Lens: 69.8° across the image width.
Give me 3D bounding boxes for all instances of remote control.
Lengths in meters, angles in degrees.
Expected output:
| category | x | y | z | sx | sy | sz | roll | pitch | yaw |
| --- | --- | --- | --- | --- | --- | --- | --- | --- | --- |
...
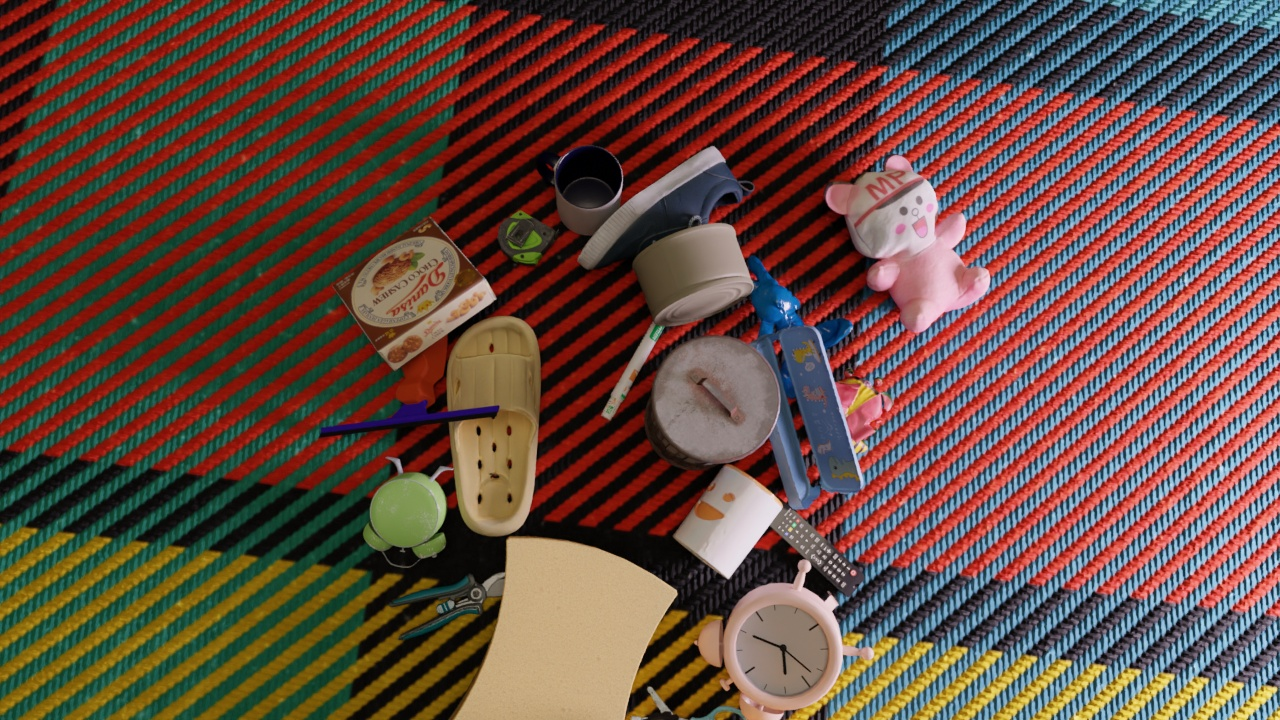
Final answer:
| category | x | y | z | sx | sy | sz | roll | pitch | yaw |
| --- | --- | --- | --- | --- | --- | --- | --- | --- | --- |
| remote control | 0.201 | 0.219 | 1.082 | 0.147 | 0.015 | 0.033 | 42 | 80 | 5 |

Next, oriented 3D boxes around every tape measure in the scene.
| category | x | y | z | sx | sy | sz | roll | pitch | yaw |
| --- | --- | --- | --- | --- | --- | --- | --- | --- | --- |
| tape measure | -0.142 | -0.149 | 1.119 | 0.065 | 0.036 | 0.058 | 28 | 80 | 2 |

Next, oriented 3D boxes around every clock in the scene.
| category | x | y | z | sx | sy | sz | roll | pitch | yaw |
| --- | --- | --- | --- | --- | --- | --- | --- | --- | --- |
| clock | -0.265 | 0.176 | 1.045 | 0.094 | 0.042 | 0.119 | 8 | 94 | 2 |
| clock | 0.159 | 0.321 | 1.039 | 0.160 | 0.086 | 0.131 | -36 | 83 | 1 |

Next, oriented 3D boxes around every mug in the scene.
| category | x | y | z | sx | sy | sz | roll | pitch | yaw |
| --- | --- | --- | --- | --- | --- | --- | --- | --- | --- |
| mug | -0.076 | -0.211 | 1.103 | 0.112 | 0.097 | 0.078 | 32 | 80 | 3 |
| mug | 0.099 | 0.183 | 1.049 | 0.082 | 0.082 | 0.105 | 38 | 81 | 4 |

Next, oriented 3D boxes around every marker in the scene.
| category | x | y | z | sx | sy | sz | roll | pitch | yaw |
| --- | --- | --- | --- | --- | --- | --- | --- | --- | --- |
| marker | -0.007 | 0.006 | 1.109 | 0.017 | 0.017 | 0.145 | 29 | 79 | 2 |

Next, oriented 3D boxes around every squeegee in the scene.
| category | x | y | z | sx | sy | sz | roll | pitch | yaw |
| --- | --- | --- | --- | --- | --- | --- | --- | --- | --- |
| squeegee | -0.254 | -0.004 | 1.071 | 0.250 | 0.055 | 0.184 | -8 | 65 | 25 |

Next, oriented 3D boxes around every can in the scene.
| category | x | y | z | sx | sy | sz | roll | pitch | yaw |
| --- | --- | --- | --- | --- | --- | --- | --- | --- | --- |
| can | 0.062 | -0.098 | 1.072 | 0.127 | 0.128 | 0.073 | -18 | 77 | -6 |

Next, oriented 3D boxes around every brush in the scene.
| category | x | y | z | sx | sy | sz | roll | pitch | yaw |
| --- | --- | --- | --- | --- | --- | --- | --- | --- | --- |
| brush | -0.088 | 0.327 | 1.009 | 0.195 | 0.075 | 0.250 | 18 | 79 | -4 |

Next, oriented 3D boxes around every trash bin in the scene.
| category | x | y | z | sx | sy | sz | roll | pitch | yaw |
| --- | --- | --- | --- | --- | --- | --- | --- | --- | --- |
| trash bin | 0.071 | 0.053 | 1.005 | 0.131 | 0.211 | 0.130 | 1 | 80 | -3 |

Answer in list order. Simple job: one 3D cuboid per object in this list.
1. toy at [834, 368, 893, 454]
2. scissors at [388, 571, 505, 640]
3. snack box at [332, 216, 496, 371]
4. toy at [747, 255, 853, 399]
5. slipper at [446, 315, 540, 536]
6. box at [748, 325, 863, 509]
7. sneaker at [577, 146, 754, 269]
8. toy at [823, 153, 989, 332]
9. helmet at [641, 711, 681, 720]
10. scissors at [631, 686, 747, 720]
| category | x | y | z | sx | sy | sz | roll | pitch | yaw |
| --- | --- | --- | --- | --- | --- | --- | --- | --- | --- |
| toy | 0.255 | 0.061 | 1.101 | 0.084 | 0.046 | 0.103 | 19 | 84 | -13 |
| scissors | -0.214 | 0.279 | 1.048 | 0.131 | 0.019 | 0.149 | 27 | 78 | -1 |
| snack box | -0.264 | -0.080 | 1.065 | 0.143 | 0.041 | 0.147 | -37 | 53 | -10 |
| toy | 0.177 | -0.054 | 1.106 | 0.113 | 0.071 | 0.176 | -35 | 83 | 3 |
| slipper | -0.173 | 0.071 | 1.059 | 0.111 | 0.079 | 0.261 | -2 | 80 | 0 |
| box | 0.192 | 0.065 | 1.048 | 0.079 | 0.072 | 0.210 | -9 | 102 | 36 |
| sneaker | 0.031 | -0.166 | 1.110 | 0.235 | 0.089 | 0.087 | -37 | 88 | -13 |
| toy | 0.322 | -0.146 | 1.120 | 0.142 | 0.084 | 0.213 | -30 | 84 | -10 |
| helmet | 0.067 | 0.483 | 0.961 | 0.205 | 0.131 | 0.255 | -28 | 106 | -2 |
| scissors | 0.052 | 0.432 | 1.040 | 0.138 | 0.015 | 0.119 | 7 | 82 | 2 |
